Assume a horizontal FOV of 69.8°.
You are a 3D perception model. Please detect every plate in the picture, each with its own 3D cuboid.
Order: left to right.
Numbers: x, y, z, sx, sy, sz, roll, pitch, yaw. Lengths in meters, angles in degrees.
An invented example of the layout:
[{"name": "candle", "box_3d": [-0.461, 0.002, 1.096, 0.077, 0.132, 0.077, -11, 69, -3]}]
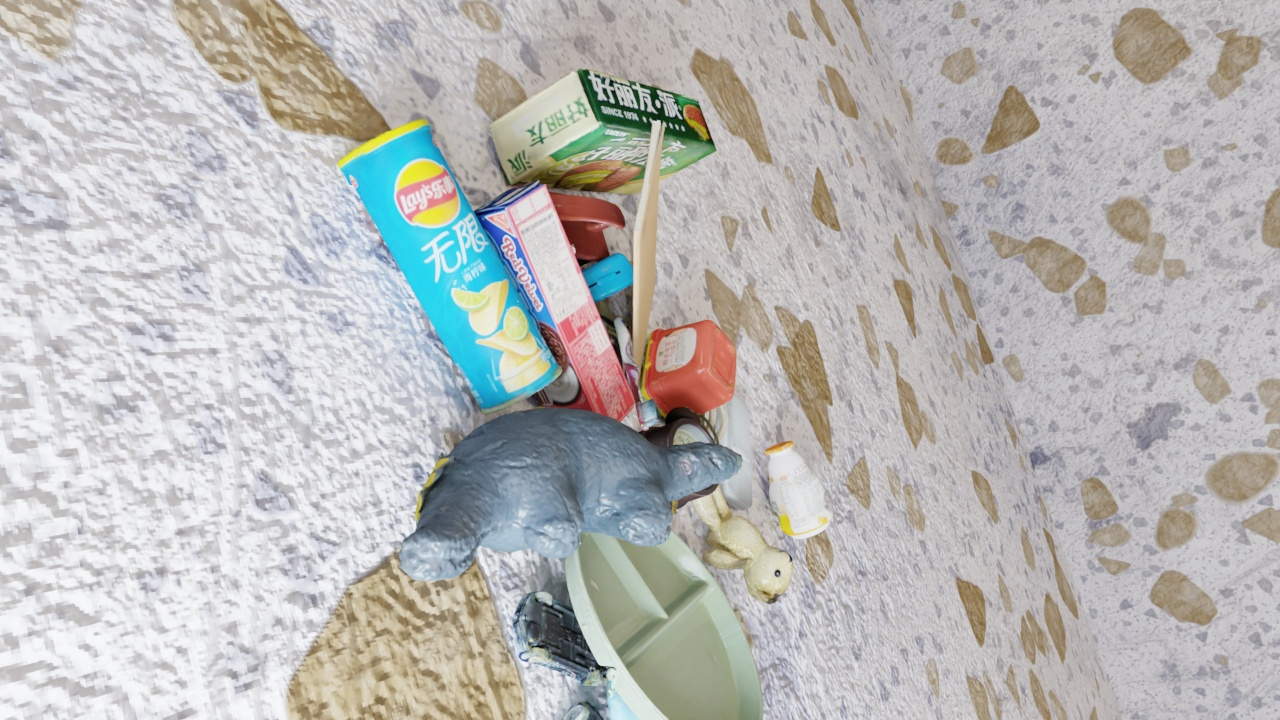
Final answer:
[{"name": "plate", "box_3d": [0.019, 0.212, 0.740, 0.230, 0.028, 0.229, 44, 20, -22]}]

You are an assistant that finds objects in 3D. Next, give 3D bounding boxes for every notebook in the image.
[{"name": "notebook", "box_3d": [0.005, -0.093, 0.861, 0.212, 0.012, 0.149, 92, 6, -50]}]

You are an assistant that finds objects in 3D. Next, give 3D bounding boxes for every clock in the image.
[{"name": "clock", "box_3d": [0.038, 0.092, 0.869, 0.082, 0.055, 0.121, 59, 39, -6]}]

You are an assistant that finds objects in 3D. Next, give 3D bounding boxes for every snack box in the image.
[{"name": "snack box", "box_3d": [-0.072, -0.037, 0.745, 0.058, 0.057, 0.207, -45, 120, -47]}, {"name": "snack box", "box_3d": [-0.029, -0.218, 0.903, 0.239, 0.115, 0.063, -13, 82, -60]}, {"name": "snack box", "box_3d": [0.050, 0.008, 0.926, 0.082, 0.080, 0.091, 45, 38, -34]}]

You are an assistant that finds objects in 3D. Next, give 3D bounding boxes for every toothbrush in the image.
[{"name": "toothbrush", "box_3d": [-0.005, 0.005, 0.770, 0.016, 0.017, 0.187, 59, 8, -28]}]

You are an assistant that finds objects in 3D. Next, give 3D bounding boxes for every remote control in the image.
[{"name": "remote control", "box_3d": [0.102, 0.097, 1.013, 0.056, 0.020, 0.135, 40, 41, -42]}]

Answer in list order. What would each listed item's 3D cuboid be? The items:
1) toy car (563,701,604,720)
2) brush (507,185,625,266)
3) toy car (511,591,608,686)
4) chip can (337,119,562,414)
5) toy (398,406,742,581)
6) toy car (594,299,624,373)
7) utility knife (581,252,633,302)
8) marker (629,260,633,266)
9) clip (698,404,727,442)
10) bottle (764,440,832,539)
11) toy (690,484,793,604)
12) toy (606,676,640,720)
[{"name": "toy car", "box_3d": [-0.048, 0.284, 0.644, 0.043, 0.034, 0.090, 52, 32, -22]}, {"name": "brush", "box_3d": [-0.074, -0.124, 0.817, 0.145, 0.069, 0.063, -2, 72, -58]}, {"name": "toy car", "box_3d": [-0.060, 0.206, 0.675, 0.105, 0.031, 0.048, 42, 36, -41]}, {"name": "chip can", "box_3d": [-0.138, -0.066, 0.678, 0.210, 0.071, 0.071, 63, 31, -12]}, {"name": "toy", "box_3d": [-0.055, 0.086, 0.658, 0.355, 0.138, 0.091, -3, 110, -52]}, {"name": "toy car", "box_3d": [-0.037, -0.019, 0.848, 0.042, 0.035, 0.090, 29, 46, -51]}, {"name": "utility knife", "box_3d": [-0.060, -0.058, 0.819, 0.160, 0.018, 0.034, -33, 110, -42]}, {"name": "marker", "box_3d": [-0.034, -0.084, 0.912, 0.123, 0.015, 0.018, -24, 89, -58]}, {"name": "clip", "box_3d": [0.071, 0.038, 0.979, 0.034, 0.070, 0.099, 27, 54, -49]}, {"name": "bottle", "box_3d": [0.179, 0.149, 1.063, 0.063, 0.063, 0.108, -21, 91, -60]}, {"name": "toy", "box_3d": [0.096, 0.169, 0.917, 0.157, 0.066, 0.105, 56, 22, 10]}, {"name": "toy", "box_3d": [0.017, 0.279, 0.737, 0.156, 0.050, 0.161, 50, 27, -29]}]
